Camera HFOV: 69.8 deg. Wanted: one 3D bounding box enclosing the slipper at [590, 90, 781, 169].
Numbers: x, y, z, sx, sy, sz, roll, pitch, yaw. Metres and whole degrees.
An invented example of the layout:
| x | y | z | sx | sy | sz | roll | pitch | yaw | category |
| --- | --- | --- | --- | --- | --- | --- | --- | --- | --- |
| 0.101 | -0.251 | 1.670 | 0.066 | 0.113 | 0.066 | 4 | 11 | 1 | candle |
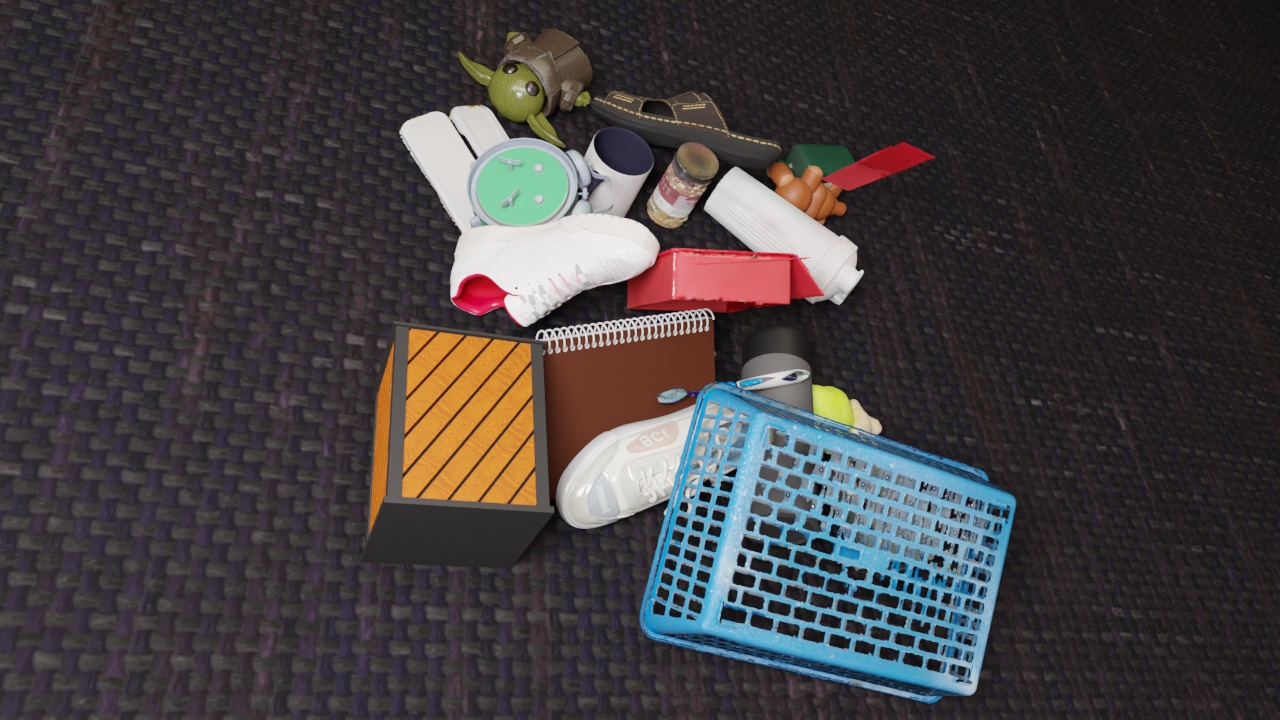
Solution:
| x | y | z | sx | sy | sz | roll | pitch | yaw | category |
| --- | --- | --- | --- | --- | --- | --- | --- | --- | --- |
| 0.059 | -0.314 | 1.193 | 0.268 | 0.113 | 0.076 | 18 | 91 | 16 | slipper |

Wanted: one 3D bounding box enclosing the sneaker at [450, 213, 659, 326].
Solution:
| x | y | z | sx | sy | sz | roll | pitch | yaw | category |
| --- | --- | --- | --- | --- | --- | --- | --- | --- | --- |
| -0.097 | -0.084 | 0.963 | 0.237 | 0.090 | 0.104 | 0 | 63 | 22 | sneaker |

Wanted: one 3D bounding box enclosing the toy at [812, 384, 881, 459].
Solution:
| x | y | z | sx | sy | sz | roll | pitch | yaw | category |
| --- | --- | --- | --- | --- | --- | --- | --- | --- | --- |
| 0.242 | 0.077 | 1.102 | 0.115 | 0.046 | 0.092 | 21 | 53 | -20 | toy |

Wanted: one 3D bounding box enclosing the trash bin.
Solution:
| x | y | z | sx | sy | sz | roll | pitch | yaw | category |
| --- | --- | --- | --- | --- | --- | --- | --- | --- | --- |
| -0.171 | 0.082 | 0.843 | 0.139 | 0.140 | 0.171 | 7 | 57 | -21 | trash bin |

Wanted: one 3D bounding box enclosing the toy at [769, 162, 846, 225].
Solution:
| x | y | z | sx | sy | sz | roll | pitch | yaw | category |
| --- | --- | --- | --- | --- | --- | --- | --- | --- | --- |
| 0.231 | -0.226 | 1.274 | 0.127 | 0.095 | 0.065 | 5 | 32 | -36 | toy |

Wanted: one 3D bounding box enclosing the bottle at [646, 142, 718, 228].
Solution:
| x | y | z | sx | sy | sz | roll | pitch | yaw | category |
| --- | --- | --- | --- | --- | --- | --- | --- | --- | --- |
| 0.052 | -0.221 | 1.168 | 0.056 | 0.105 | 0.056 | 12 | 55 | -18 | bottle |

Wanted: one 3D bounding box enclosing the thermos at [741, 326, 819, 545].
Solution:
| x | y | z | sx | sy | sz | roll | pitch | yaw | category |
| --- | --- | --- | --- | --- | --- | --- | --- | --- | --- |
| 0.155 | 0.080 | 1.034 | 0.082 | 0.082 | 0.239 | 15 | 54 | -16 | thermos |

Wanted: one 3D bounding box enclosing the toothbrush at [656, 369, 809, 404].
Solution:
| x | y | z | sx | sy | sz | roll | pitch | yaw | category |
| --- | --- | --- | --- | --- | --- | --- | --- | --- | --- |
| 0.104 | 0.027 | 0.990 | 0.188 | 0.017 | 0.016 | -8 | 74 | -23 | toothbrush |

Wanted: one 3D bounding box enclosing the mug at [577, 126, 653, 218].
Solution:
| x | y | z | sx | sy | sz | roll | pitch | yaw | category |
| --- | --- | --- | --- | --- | --- | --- | --- | --- | --- |
| -0.047 | -0.217 | 1.124 | 0.078 | 0.097 | 0.111 | 41 | 51 | 4 | mug |

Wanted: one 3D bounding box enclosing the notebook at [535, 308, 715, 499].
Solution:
| x | y | z | sx | sy | sz | roll | pitch | yaw | category |
| --- | --- | --- | --- | --- | --- | --- | --- | --- | --- |
| -0.011 | 0.041 | 0.958 | 0.208 | 0.022 | 0.172 | -9 | 103 | -29 | notebook |

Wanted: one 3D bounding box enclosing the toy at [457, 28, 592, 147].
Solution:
| x | y | z | sx | sy | sz | roll | pitch | yaw | category |
| --- | --- | --- | --- | --- | --- | --- | --- | --- | --- |
| -0.132 | -0.369 | 1.194 | 0.179 | 0.078 | 0.152 | 42 | 55 | 1 | toy |

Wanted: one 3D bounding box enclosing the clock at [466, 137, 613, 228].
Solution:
| x | y | z | sx | sy | sz | roll | pitch | yaw | category |
| --- | --- | --- | --- | --- | --- | --- | --- | --- | --- |
| -0.111 | -0.188 | 1.036 | 0.161 | 0.075 | 0.121 | -3 | 68 | -1 | clock |

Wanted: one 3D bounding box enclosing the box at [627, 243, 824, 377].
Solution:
| x | y | z | sx | sy | sz | roll | pitch | yaw | category |
| --- | --- | --- | --- | --- | --- | --- | --- | --- | --- |
| 0.075 | -0.083 | 1.018 | 0.164 | 0.215 | 0.153 | -45 | 100 | -8 | box |

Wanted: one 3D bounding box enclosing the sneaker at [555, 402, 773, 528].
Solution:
| x | y | z | sx | sy | sz | roll | pitch | yaw | category |
| --- | --- | --- | --- | --- | --- | --- | --- | --- | --- |
| 0.031 | 0.104 | 0.929 | 0.241 | 0.091 | 0.089 | -22 | 111 | -26 | sneaker |

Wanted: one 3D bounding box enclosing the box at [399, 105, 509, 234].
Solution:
| x | y | z | sx | sy | sz | roll | pitch | yaw | category |
| --- | --- | --- | --- | --- | --- | --- | --- | --- | --- |
| -0.192 | -0.221 | 1.107 | 0.129 | 0.036 | 0.209 | -23 | 72 | -31 | box |

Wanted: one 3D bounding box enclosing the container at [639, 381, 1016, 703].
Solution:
| x | y | z | sx | sy | sz | roll | pitch | yaw | category |
| --- | --- | --- | --- | --- | --- | --- | --- | --- | --- |
| 0.203 | 0.189 | 0.899 | 0.362 | 0.089 | 0.257 | 18 | 82 | -19 | container |

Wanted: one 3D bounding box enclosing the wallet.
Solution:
| x | y | z | sx | sy | sz | roll | pitch | yaw | category |
| --- | --- | --- | --- | --- | --- | --- | --- | --- | --- |
| 0.275 | 0.176 | 1.053 | 0.100 | 0.054 | 0.131 | -1 | 65 | -24 | wallet |

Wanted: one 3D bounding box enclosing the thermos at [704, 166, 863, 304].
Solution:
| x | y | z | sx | sy | sz | roll | pitch | yaw | category |
| --- | --- | --- | --- | --- | --- | --- | --- | --- | --- |
| 0.192 | -0.162 | 1.208 | 0.220 | 0.100 | 0.099 | 40 | 51 | 8 | thermos |

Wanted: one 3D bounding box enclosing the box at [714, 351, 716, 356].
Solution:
| x | y | z | sx | sy | sz | roll | pitch | yaw | category |
| --- | --- | --- | --- | --- | --- | --- | --- | --- | --- |
| -0.006 | 0.008 | 1.013 | 0.186 | 0.083 | 0.042 | -7 | 67 | -31 | box |

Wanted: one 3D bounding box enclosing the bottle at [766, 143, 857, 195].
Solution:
| x | y | z | sx | sy | sz | roll | pitch | yaw | category |
| --- | --- | --- | --- | --- | --- | --- | --- | --- | --- |
| 0.239 | -0.273 | 1.317 | 0.131 | 0.061 | 0.061 | -6 | 60 | -28 | bottle |
